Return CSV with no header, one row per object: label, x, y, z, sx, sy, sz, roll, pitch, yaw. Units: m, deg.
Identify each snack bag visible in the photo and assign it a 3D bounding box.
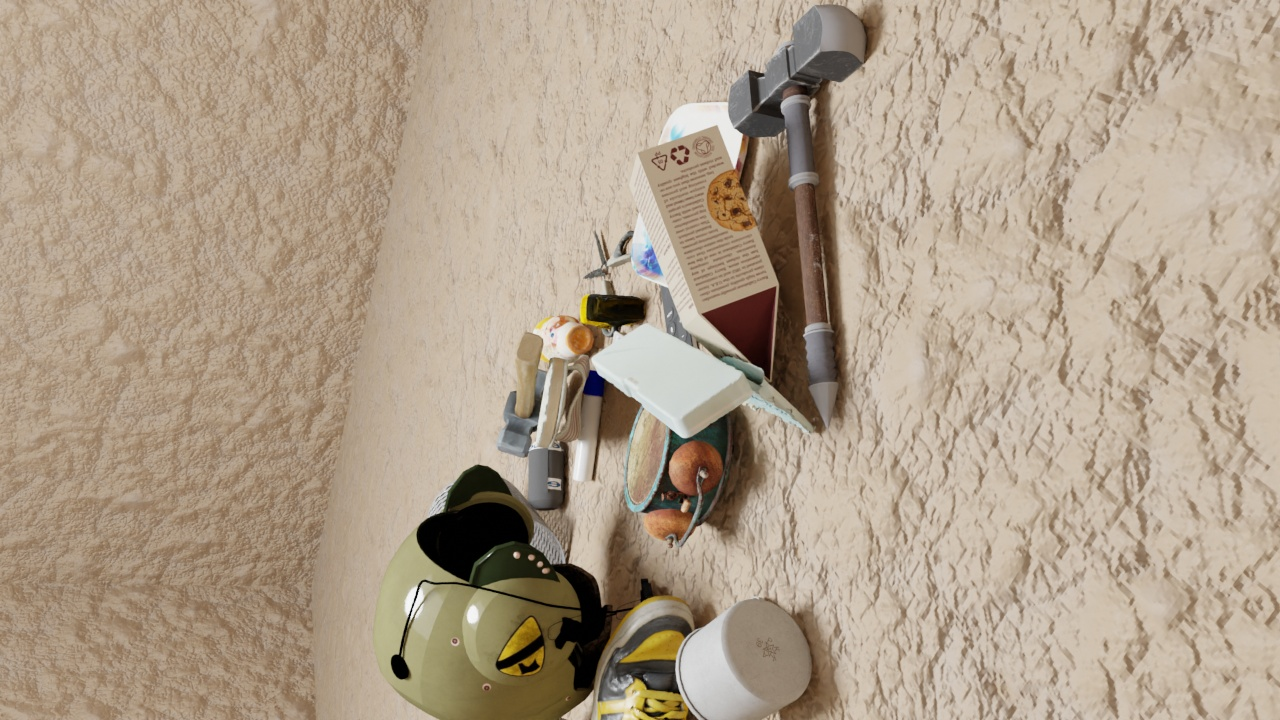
snack bag,0.062,-0.076,0.770,0.094,0.070,0.206,136,113,-84

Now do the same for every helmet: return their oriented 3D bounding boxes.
helmet,-0.130,0.249,0.909,0.250,0.255,0.233,39,116,63

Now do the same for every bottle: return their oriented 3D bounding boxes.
bottle,-0.123,0.139,1.195,0.047,0.047,0.112,145,128,-58
bottle,-0.096,-0.026,1.160,0.109,0.063,0.063,-175,92,-66

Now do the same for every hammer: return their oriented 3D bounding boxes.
hammer,-0.140,0.032,1.123,0.323,0.051,0.117,116,171,-72
hammer,0.133,-0.106,0.728,0.156,0.043,0.322,-30,59,60

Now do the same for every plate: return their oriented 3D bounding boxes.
plate,0.049,-0.167,0.933,0.187,0.016,0.187,32,108,63

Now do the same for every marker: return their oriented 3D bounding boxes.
marker,-0.063,0.078,1.108,0.027,0.023,0.133,9,91,53

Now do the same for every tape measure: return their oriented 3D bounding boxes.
tape measure,-0.035,-0.055,1.037,0.064,0.065,0.037,-4,84,60

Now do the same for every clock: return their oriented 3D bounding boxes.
clock,0.040,0.099,0.823,0.157,0.073,0.121,-101,29,-56

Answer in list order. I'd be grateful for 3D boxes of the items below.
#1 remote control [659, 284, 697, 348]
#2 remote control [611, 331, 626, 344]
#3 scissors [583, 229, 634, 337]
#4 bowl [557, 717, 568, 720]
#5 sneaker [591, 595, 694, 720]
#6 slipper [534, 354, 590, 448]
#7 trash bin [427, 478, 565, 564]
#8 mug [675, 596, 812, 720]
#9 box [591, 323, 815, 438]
remote control,0.040,-0.036,0.938,0.045,0.008,0.146,132,138,-51
remote control,-0.006,0.006,1.021,0.136,0.011,0.050,-148,67,-63
scissors,-0.038,-0.102,1.118,0.171,0.012,0.157,150,124,-60
bowl,-0.067,0.460,0.953,0.219,0.060,0.189,-109,25,-45
sneaker,0.010,0.337,0.809,0.122,0.086,0.239,-131,48,-66
slipper,-0.090,0.047,1.084,0.263,0.052,0.115,154,126,-84
trash bin,-0.198,0.243,1.207,0.183,0.156,0.156,-147,66,-66
mug,0.083,0.222,0.707,0.071,0.084,0.112,-53,6,44
box,0.045,0.022,0.770,0.078,0.122,0.197,-63,26,3
